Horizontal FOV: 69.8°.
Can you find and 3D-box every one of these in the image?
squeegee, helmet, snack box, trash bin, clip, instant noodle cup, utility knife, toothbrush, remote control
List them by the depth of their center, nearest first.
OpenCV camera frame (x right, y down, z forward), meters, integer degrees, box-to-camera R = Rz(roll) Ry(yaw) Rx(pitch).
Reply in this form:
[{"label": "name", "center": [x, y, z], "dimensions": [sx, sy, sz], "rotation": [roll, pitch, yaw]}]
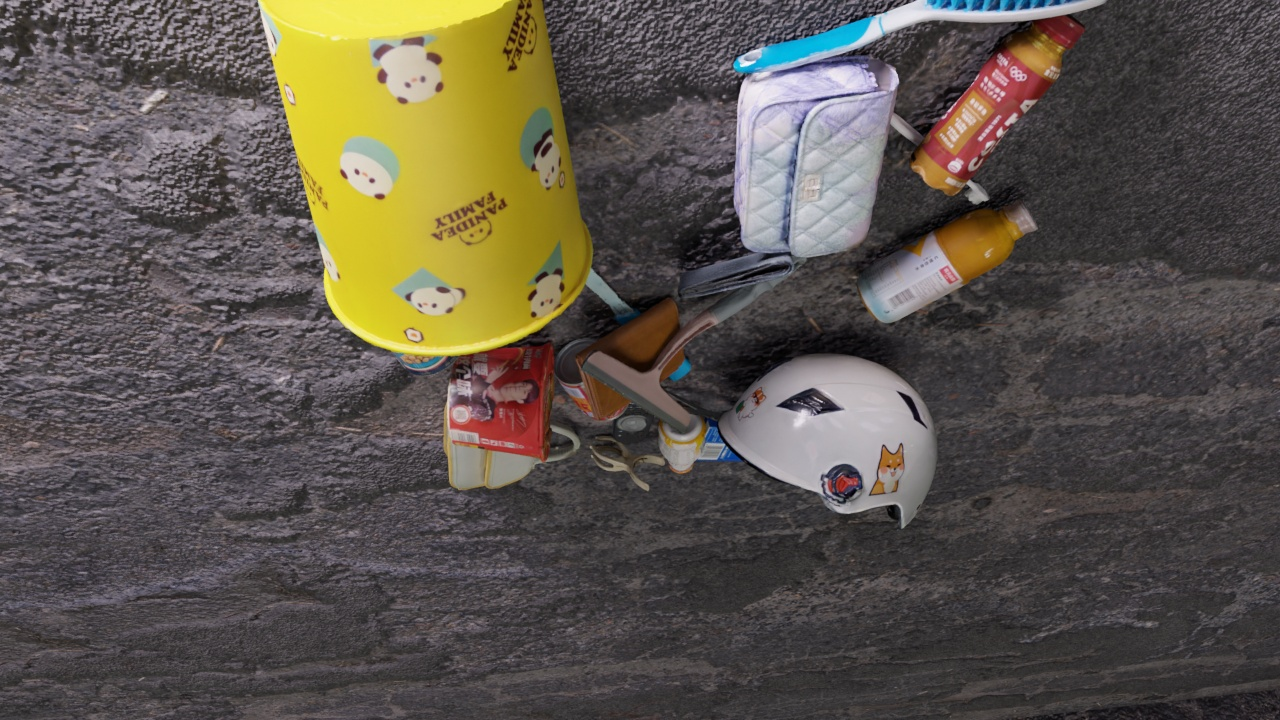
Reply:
[{"label": "trash bin", "center": [-0.159, -0.172, 0.698], "dimensions": [0.229, 0.229, 0.256], "rotation": [-6, 137, -3]}, {"label": "toothbrush", "center": [0.292, -0.198, 0.906], "dimensions": [0.180, 0.016, 0.016], "rotation": [25, 138, -37]}, {"label": "squeegee", "center": [0.080, -0.041, 1.021], "dimensions": [0.250, 0.040, 0.247], "rotation": [-41, 146, 9]}, {"label": "instant noodle cup", "center": [-0.158, 0.045, 1.051], "dimensions": [0.108, 0.137, 0.138], "rotation": [3, 142, -1]}, {"label": "utility knife", "center": [-0.007, -0.042, 1.054], "dimensions": [0.034, 0.018, 0.238], "rotation": [-24, 139, 21]}, {"label": "helmet", "center": [0.246, 0.073, 1.111], "dimensions": [0.274, 0.230, 0.157], "rotation": [21, 108, -21]}, {"label": "remote control", "center": [-0.007, 0.063, 1.185], "dimensions": [0.053, 0.024, 0.137], "rotation": [-1, 144, -12]}, {"label": "clip", "center": [-0.022, 0.137, 1.239], "dimensions": [0.100, 0.071, 0.035], "rotation": [22, 147, 16]}, {"label": "snack box", "center": [0.155, 0.108, 1.273], "dimensions": [0.157, 0.026, 0.085], "rotation": [3, 142, -14]}]

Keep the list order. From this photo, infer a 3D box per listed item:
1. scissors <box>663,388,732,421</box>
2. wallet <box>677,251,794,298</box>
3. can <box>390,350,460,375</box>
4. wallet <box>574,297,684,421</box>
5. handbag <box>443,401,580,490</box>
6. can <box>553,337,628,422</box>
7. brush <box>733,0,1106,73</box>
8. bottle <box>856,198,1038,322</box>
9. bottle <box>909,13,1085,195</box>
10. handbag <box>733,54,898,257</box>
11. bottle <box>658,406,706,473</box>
[{"label": "scissors", "center": [0.107, 0.077, 1.175], "dimensions": [0.162, 0.164, 0.012], "rotation": [-5, 130, -51]}, {"label": "wallet", "center": [0.098, -0.092, 0.953], "dimensions": [0.121, 0.097, 0.019], "rotation": [-14, 104, 9]}, {"label": "can", "center": [-0.240, -0.043, 0.960], "dimensions": [0.075, 0.075, 0.111], "rotation": [-14, 143, 8]}, {"label": "wallet", "center": [-0.006, 0.006, 1.042], "dimensions": [0.130, 0.035, 0.119], "rotation": [-33, 140, -21]}, {"label": "handbag", "center": [-0.162, 0.107, 1.187], "dimensions": [0.178, 0.063, 0.164], "rotation": [-2, 146, -13]}, {"label": "can", "center": [-0.055, 0.025, 1.091], "dimensions": [0.066, 0.066, 0.094], "rotation": [-17, 142, 12]}, {"label": "brush", "center": [0.233, -0.294, 0.741], "dimensions": [0.314, 0.060, 0.110], "rotation": [-6, 147, 1]}, {"label": "bottle", "center": [0.328, -0.109, 0.986], "dimensions": [0.190, 0.068, 0.068], "rotation": [-31, 138, 27]}, {"label": "bottle", "center": [0.317, -0.232, 0.820], "dimensions": [0.057, 0.057, 0.175], "rotation": [15, 129, -28]}, {"label": "handbag", "center": [0.158, -0.181, 0.853], "dimensions": [0.134, 0.075, 0.194], "rotation": [-8, 144, -1]}, {"label": "bottle", "center": [0.055, 0.110, 1.227], "dimensions": [0.063, 0.063, 0.109], "rotation": [-6, 144, -3]}]
